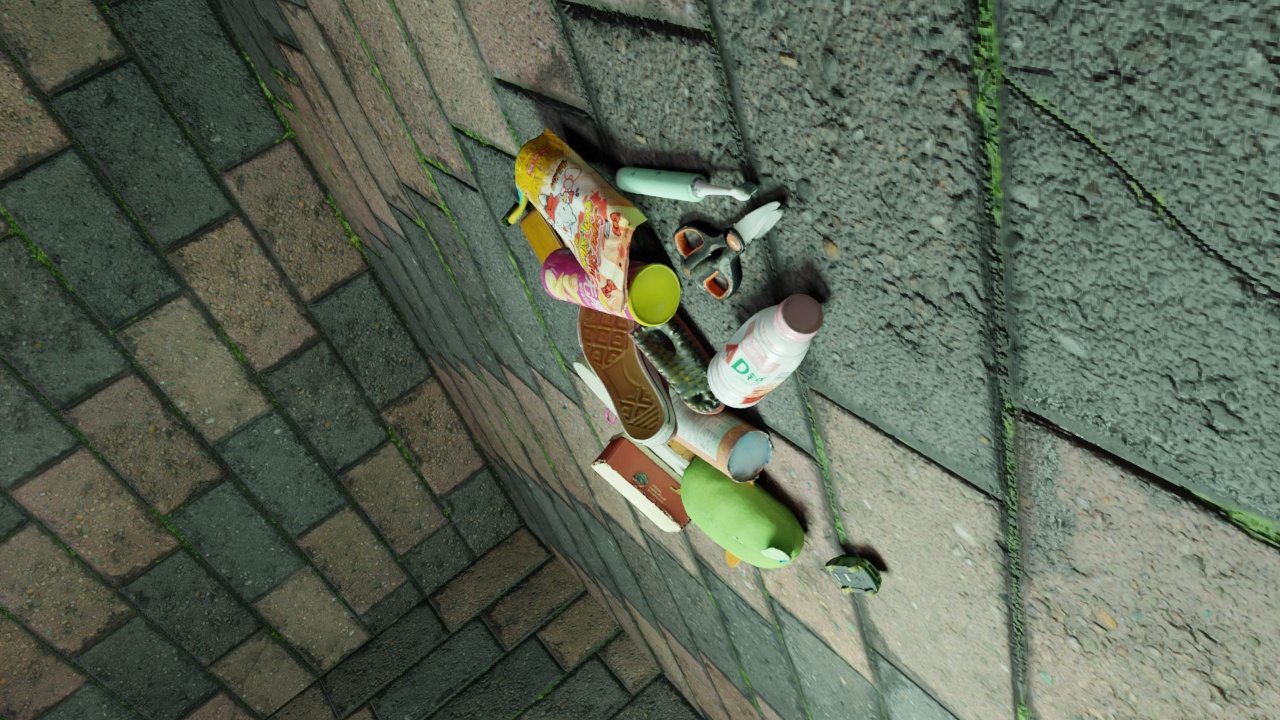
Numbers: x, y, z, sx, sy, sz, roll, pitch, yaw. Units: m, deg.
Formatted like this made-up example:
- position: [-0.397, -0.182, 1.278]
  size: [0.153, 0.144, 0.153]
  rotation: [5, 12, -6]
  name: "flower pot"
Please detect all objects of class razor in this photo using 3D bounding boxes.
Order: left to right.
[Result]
- position: [-0.171, -0.232, 1.285]
  size: [0.028, 0.043, 0.133]
  rotation: [36, 156, 2]
  name: "razor"

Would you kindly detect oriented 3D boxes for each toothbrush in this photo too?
- position: [0.038, -0.166, 0.870]
  size: [0.225, 0.027, 0.026]
  rotation: [25, 151, 58]
  name: "toothbrush"

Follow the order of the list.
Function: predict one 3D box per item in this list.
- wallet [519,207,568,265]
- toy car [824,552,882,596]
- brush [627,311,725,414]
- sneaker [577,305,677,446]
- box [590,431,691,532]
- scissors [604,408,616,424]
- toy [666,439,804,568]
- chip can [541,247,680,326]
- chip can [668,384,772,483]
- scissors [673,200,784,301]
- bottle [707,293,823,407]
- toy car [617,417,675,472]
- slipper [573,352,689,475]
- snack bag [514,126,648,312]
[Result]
- position: [-0.123, -0.158, 1.289]
  size: [0.119, 0.035, 0.131]
  rotation: [57, 164, -10]
  name: "wallet"
- position: [0.253, 0.250, 1.080]
  size: [0.043, 0.036, 0.091]
  rotation: [56, 164, -2]
  name: "toy car"
- position: [0.053, 0.003, 1.107]
  size: [0.146, 0.063, 0.069]
  rotation: [52, -167, 2]
  name: "brush"
- position: [-0.007, 0.007, 1.172]
  size: [0.087, 0.118, 0.240]
  rotation: [30, -147, -58]
  name: "sneaker"
- position: [0.005, 0.196, 1.419]
  size: [0.168, 0.079, 0.091]
  rotation: [42, 160, -7]
  name: "box"
- position: [-0.039, 0.065, 1.472]
  size: [0.133, 0.017, 0.125]
  rotation: [44, 137, 50]
  name: "scissors"
- position: [0.122, 0.195, 1.232]
  size: [0.247, 0.089, 0.227]
  rotation: [36, 142, 37]
  name: "toy"
- position: [-0.042, -0.093, 1.109]
  size: [0.211, 0.071, 0.071]
  rotation: [19, 142, 54]
  name: "chip can"
- position: [0.073, 0.081, 1.170]
  size: [0.215, 0.071, 0.071]
  rotation: [30, 151, 51]
  name: "chip can"
- position: [0.076, -0.122, 0.863]
  size: [0.136, 0.021, 0.235]
  rotation: [49, 162, 18]
  name: "scissors"
- position: [0.121, -0.011, 0.887]
  size: [0.068, 0.068, 0.197]
  rotation: [52, 160, 8]
  name: "bottle"
- position: [0.005, 0.131, 1.495]
  size: [0.158, 0.042, 0.070]
  rotation: [56, 162, 2]
  name: "toy car"
- position: [0.012, 0.083, 1.355]
  size: [0.274, 0.054, 0.114]
  rotation: [44, 167, -1]
  name: "slipper"
- position: [-0.064, -0.162, 1.018]
  size: [0.208, 0.073, 0.129]
  rotation: [52, 143, 34]
  name: "snack bag"
